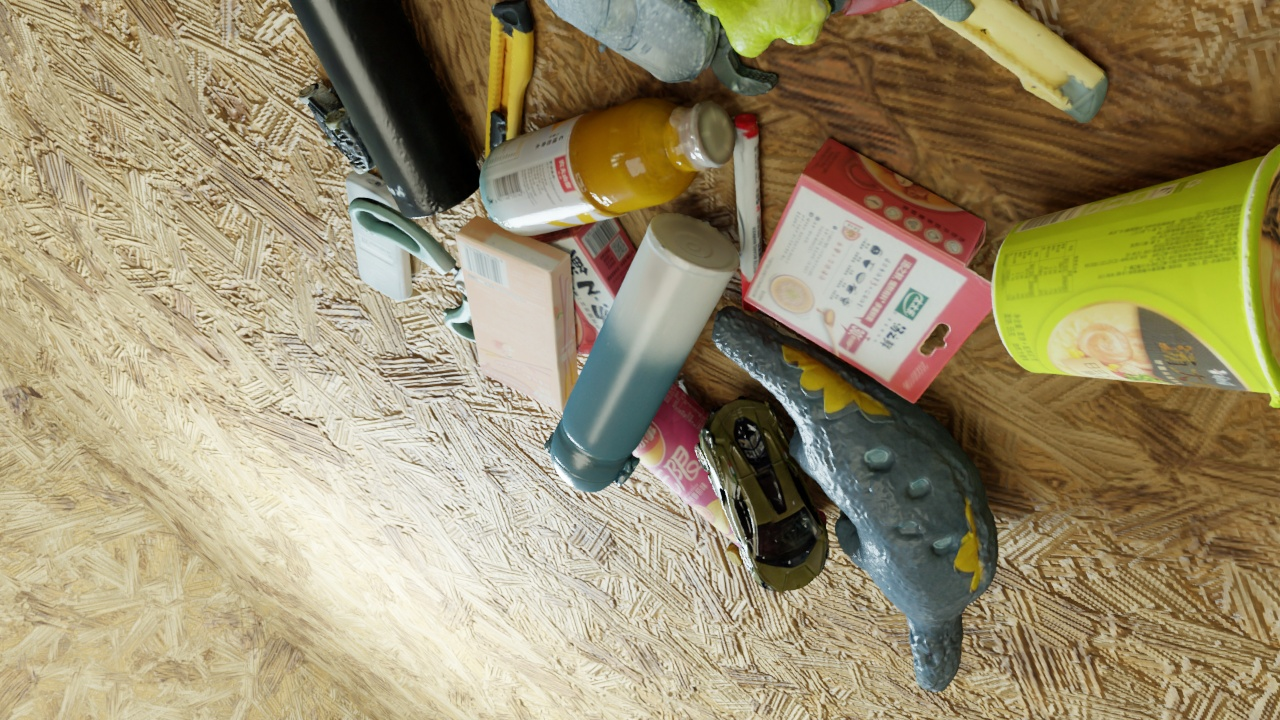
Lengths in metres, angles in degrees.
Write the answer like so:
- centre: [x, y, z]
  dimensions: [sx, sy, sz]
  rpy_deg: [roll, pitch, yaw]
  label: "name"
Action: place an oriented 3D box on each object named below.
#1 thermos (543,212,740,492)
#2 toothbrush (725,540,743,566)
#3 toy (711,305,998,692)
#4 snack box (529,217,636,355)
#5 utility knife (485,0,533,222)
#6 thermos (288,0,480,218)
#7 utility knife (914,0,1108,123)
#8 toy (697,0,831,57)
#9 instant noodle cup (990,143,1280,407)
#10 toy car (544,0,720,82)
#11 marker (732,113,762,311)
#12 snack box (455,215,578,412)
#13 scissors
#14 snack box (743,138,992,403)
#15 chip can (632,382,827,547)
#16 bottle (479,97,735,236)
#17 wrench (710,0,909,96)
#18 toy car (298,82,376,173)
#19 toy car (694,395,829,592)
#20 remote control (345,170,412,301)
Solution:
- centre: [-0.004, 0.004, 0.645]
  dimensions: [0.070, 0.070, 0.221]
  rpy_deg: [32, 125, 8]
  label: "thermos"
- centre: [0.058, 0.121, 0.835]
  dimensions: [0.016, 0.016, 0.190]
  rpy_deg: [0, 131, 41]
  label: "toothbrush"
- centre: [0.176, 0.104, 0.643]
  dimensions: [0.138, 0.091, 0.356]
  rpy_deg: [-11, 117, 46]
  label: "toy"
- centre: [-0.042, -0.047, 0.708]
  dimensions: [0.113, 0.044, 0.127]
  rpy_deg: [-7, 126, 45]
  label: "snack box"
- centre: [-0.096, -0.161, 0.652]
  dimensions: [0.033, 0.015, 0.217]
  rpy_deg: [32, 145, 12]
  label: "utility knife"
- centre: [-0.191, -0.222, 0.634]
  dimensions: [0.090, 0.068, 0.243]
  rpy_deg: [45, 161, 55]
  label: "thermos"
- centre: [0.133, -0.170, 0.415]
  dimensions: [0.204, 0.021, 0.031]
  rpy_deg: [33, 144, -8]
  label: "utility knife"
- centre: [0.063, -0.201, 0.440]
  dimensions: [0.097, 0.031, 0.100]
  rpy_deg: [0, 115, 39]
  label: "toy"
- centre: [0.241, -0.034, 0.433]
  dimensions: [0.124, 0.111, 0.112]
  rpy_deg: [-2, 129, 53]
  label: "instant noodle cup"
- centre: [-0.011, -0.199, 0.511]
  dimensions: [0.120, 0.036, 0.054]
  rpy_deg: [35, 145, 13]
  label: "toy car"
- centre: [0.070, -0.090, 0.587]
  dimensions: [0.017, 0.017, 0.145]
  rpy_deg: [18, 140, 26]
  label: "marker"
- centre: [-0.091, -0.032, 0.705]
  dimensions: [0.084, 0.026, 0.157]
  rpy_deg: [25, 143, 20]
  label: "snack box"
- centre: [-0.175, -0.069, 0.791]
  dimensions: [0.171, 0.019, 0.170]
  rpy_deg: [32, 157, 3]
  label: "scissors"
- centre: [0.139, -0.051, 0.546]
  dimensions: [0.127, 0.044, 0.113]
  rpy_deg: [32, 144, 9]
  label: "snack box"
- centre: [0.053, 0.086, 0.752]
  dimensions: [0.210, 0.071, 0.072]
  rpy_deg: [42, 145, -6]
  label: "chip can"
- centre: [-0.025, -0.124, 0.585]
  dimensions: [0.190, 0.067, 0.068]
  rpy_deg: [-4, 128, 43]
  label: "bottle"
- centre: [0.137, -0.181, 0.425]
  dimensions: [0.274, 0.016, 0.056]
  rpy_deg: [-6, 130, 45]
  label: "wrench"
- centre: [-0.232, -0.184, 0.715]
  dimensions: [0.105, 0.031, 0.049]
  rpy_deg: [40, 160, 41]
  label: "toy car"
- centre: [0.097, 0.104, 0.702]
  dimensions: [0.158, 0.070, 0.042]
  rpy_deg: [66, 170, -5]
  label: "toy car"
- centre: [-0.233, -0.110, 0.824]
  dimensions: [0.056, 0.020, 0.136]
  rpy_deg: [28, 143, 12]
  label: "remote control"
